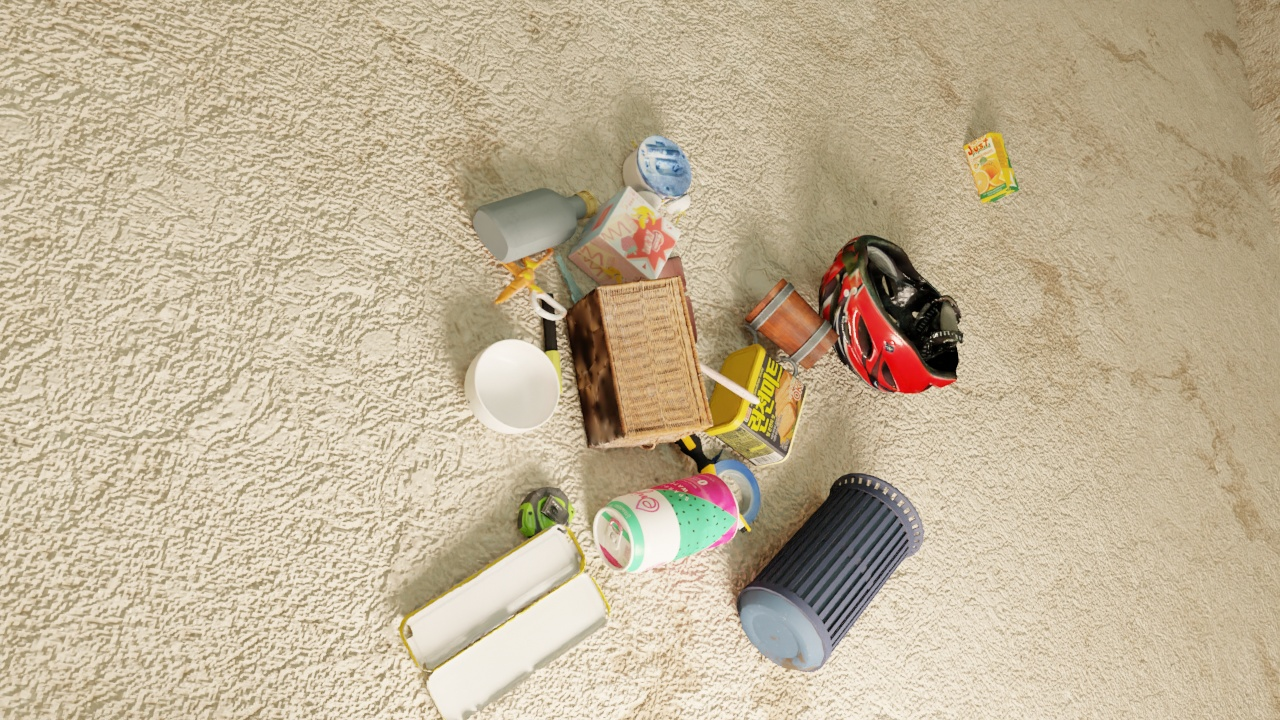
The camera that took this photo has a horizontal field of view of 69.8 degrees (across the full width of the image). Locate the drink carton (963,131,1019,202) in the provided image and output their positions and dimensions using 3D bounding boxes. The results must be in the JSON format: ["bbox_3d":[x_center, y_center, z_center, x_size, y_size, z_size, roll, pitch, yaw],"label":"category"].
[{"bbox_3d":[0.661,-0.366,1.731,0.041,0.058,0.122,-8,80,-37],"label":"drink carton"}]

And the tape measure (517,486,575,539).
[{"bbox_3d":[-0.103,0.172,1.015,0.058,0.036,0.065,36,57,-20],"label":"tape measure"}]

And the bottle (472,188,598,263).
[{"bbox_3d":[-0.118,-0.171,1.107,0.160,0.046,0.072,-27,73,-40],"label":"bottle"}]

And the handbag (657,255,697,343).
[{"bbox_3d":[0.050,-0.077,1.218,0.055,0.029,0.119,-23,94,-40],"label":"handbag"}]

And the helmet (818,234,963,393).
[{"bbox_3d":[0.358,-0.062,1.338,0.272,0.167,0.216,41,39,-29],"label":"helmet"}]

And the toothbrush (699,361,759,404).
[{"bbox_3d":[0.071,0.008,1.159,0.181,0.016,0.018,31,60,10],"label":"toothbrush"}]

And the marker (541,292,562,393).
[{"bbox_3d":[-0.108,-0.021,1.088,0.021,0.018,0.123,6,70,-35],"label":"marker"}]

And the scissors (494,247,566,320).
[{"bbox_3d":[-0.133,-0.097,1.086,0.128,0.011,0.125,42,47,0],"label":"scissors"}]

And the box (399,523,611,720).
[{"bbox_3d":[-0.135,0.270,0.951,0.209,0.023,0.127,-29,99,-30],"label":"box"}]

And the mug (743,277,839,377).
[{"bbox_3d":[0.199,-0.035,1.273,0.111,0.081,0.117,43,98,2],"label":"mug"}]

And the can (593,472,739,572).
[{"bbox_3d":[0.033,0.189,1.074,0.165,0.088,0.088,-9,80,-37],"label":"can"}]

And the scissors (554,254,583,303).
[{"bbox_3d":[-0.072,-0.070,1.133,0.056,0.015,0.137,-28,97,-36],"label":"scissors"}]

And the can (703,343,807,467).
[{"bbox_3d":[0.154,0.062,1.216,0.101,0.073,0.130,37,57,-24],"label":"can"}]

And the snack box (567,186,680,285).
[{"bbox_3d":[-0.019,-0.146,1.154,0.094,0.080,0.092,40,56,-19],"label":"snack box"}]

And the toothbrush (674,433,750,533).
[{"bbox_3d":[0.080,0.131,1.149,0.031,0.031,0.196,-35,83,2],"label":"toothbrush"}]

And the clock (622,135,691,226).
[{"bbox_3d":[0.024,-0.239,1.234,0.088,0.052,0.125,-3,76,-37],"label":"clock"}]

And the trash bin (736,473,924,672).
[{"bbox_3d":[0.238,0.270,1.167,0.248,0.140,0.139,-37,98,-36],"label":"trash bin"}]

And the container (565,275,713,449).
[{"bbox_3d":[-0.007,0.006,1.081,0.112,0.114,0.198,-7,81,-28],"label":"container"}]

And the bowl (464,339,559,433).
[{"bbox_3d":[-0.148,0.032,1.019,0.104,0.054,0.104,12,70,-34],"label":"bowl"}]

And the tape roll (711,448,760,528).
[{"bbox_3d":[0.114,0.173,1.184,0.093,0.016,0.091,44,55,-16],"label":"tape roll"}]
